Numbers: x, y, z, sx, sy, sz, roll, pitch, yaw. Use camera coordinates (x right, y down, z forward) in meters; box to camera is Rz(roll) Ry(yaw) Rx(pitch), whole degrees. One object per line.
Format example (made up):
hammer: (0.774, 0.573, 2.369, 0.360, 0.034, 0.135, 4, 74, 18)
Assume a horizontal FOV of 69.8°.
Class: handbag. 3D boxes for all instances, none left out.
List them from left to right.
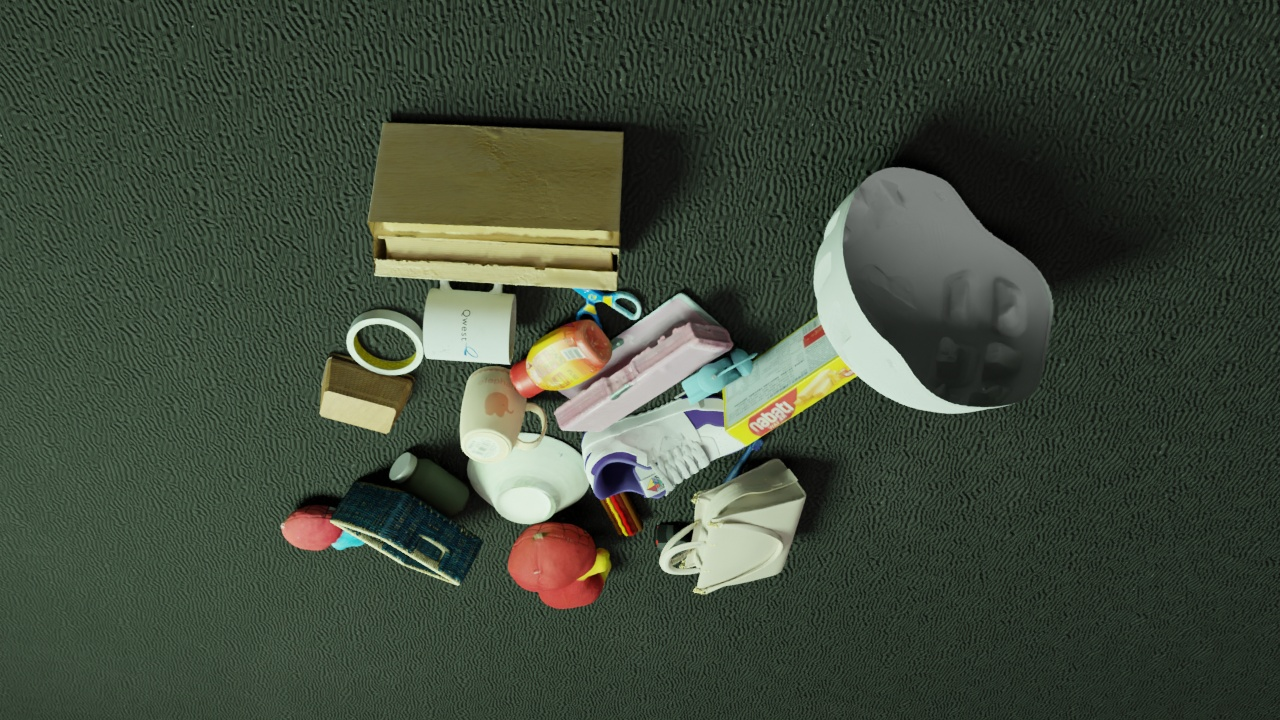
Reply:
handbag: (0.116, 0.245, 1.285, 0.197, 0.101, 0.195, -15, 136, -21)

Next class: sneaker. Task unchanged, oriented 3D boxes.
sneaker: (0.037, 0.124, 1.202, 0.244, 0.111, 0.092, -13, 131, 12)

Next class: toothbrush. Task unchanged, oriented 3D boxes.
toothbrush: (0.132, 0.167, 1.304, 0.016, 0.017, 0.190, 16, 131, -11)

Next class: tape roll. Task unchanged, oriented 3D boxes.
tape roll: (-0.315, -0.022, 1.139, 0.094, 0.019, 0.094, 0, 133, 0)

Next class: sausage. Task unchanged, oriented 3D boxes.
sausage: (-0.035, 0.201, 1.323, 0.040, 0.040, 0.156, -13, 131, 12)

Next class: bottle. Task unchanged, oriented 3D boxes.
bottle: (-0.297, 0.176, 1.291, 0.060, 0.060, 0.108, -31, 125, 26)
bottle: (-0.101, 0.002, 1.127, 0.134, 0.048, 0.071, -27, 114, 31)

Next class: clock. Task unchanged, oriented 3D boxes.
clock: (0.098, 0.020, 1.121, 0.123, 0.087, 0.042, -35, 83, 51)

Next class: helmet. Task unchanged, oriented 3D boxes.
helmet: (0.289, -0.066, 0.955, 0.184, 0.223, 0.282, -12, 143, 42)

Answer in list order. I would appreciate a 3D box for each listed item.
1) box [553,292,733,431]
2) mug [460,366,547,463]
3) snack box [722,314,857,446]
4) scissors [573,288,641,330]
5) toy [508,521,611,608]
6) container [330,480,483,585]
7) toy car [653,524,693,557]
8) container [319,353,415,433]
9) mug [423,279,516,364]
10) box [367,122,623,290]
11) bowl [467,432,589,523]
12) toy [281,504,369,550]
box: (-0.006, 0.005, 1.148, 0.233, 0.080, 0.099, -35, 158, 29)
mug: (-0.175, 0.076, 1.168, 0.111, 0.104, 0.085, 15, 132, -11)
snack box: (0.186, 0.016, 1.115, 0.042, 0.092, 0.201, 36, 124, -27)
scissors: (-0.048, -0.079, 1.085, 0.109, 0.018, 0.131, -10, 133, 6)
toy: (-0.121, 0.304, 1.356, 0.147, 0.098, 0.216, -14, 151, 5)
container: (-0.328, 0.237, 1.283, 0.145, 0.071, 0.188, 42, 155, -31)
toy car: (0.065, 0.272, 1.383, 0.091, 0.042, 0.036, 13, 134, -10)
container: (-0.354, 0.045, 1.171, 0.114, 0.061, 0.063, 17, 130, -14)
mug: (-0.197, -0.058, 1.072, 0.096, 0.083, 0.120, 4, 105, -3)
box: (-0.144, -0.146, 0.952, 0.248, 0.141, 0.179, 2, 126, -1)
bowl: (-0.160, 0.182, 1.295, 0.177, 0.057, 0.177, 1, 132, 1)
toy: (-0.465, 0.250, 1.366, 0.132, 0.062, 0.092, 14, 146, -34)
